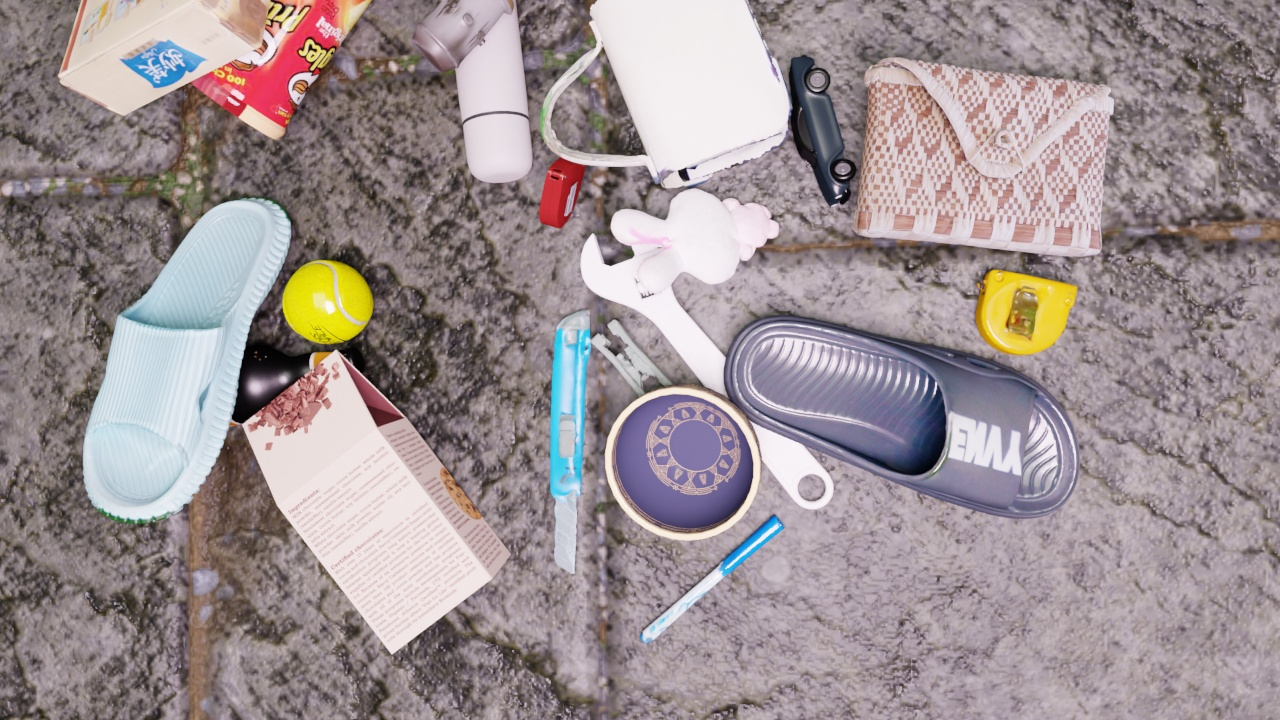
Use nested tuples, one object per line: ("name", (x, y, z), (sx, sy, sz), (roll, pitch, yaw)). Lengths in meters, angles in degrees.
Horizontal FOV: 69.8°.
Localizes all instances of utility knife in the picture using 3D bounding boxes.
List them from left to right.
("utility knife", (-0.056, 0.063, 0.719), (0.031, 0.015, 0.207), (1, 91, 11))

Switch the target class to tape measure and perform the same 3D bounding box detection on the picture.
("tape measure", (-0.058, -0.130, 0.705), (0.019, 0.058, 0.051), (19, 121, 7))
("tape measure", (0.277, -0.033, 0.672), (0.068, 0.030, 0.059), (14, 89, 7))

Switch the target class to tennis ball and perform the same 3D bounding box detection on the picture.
("tennis ball", (-0.243, -0.045, 0.715), (0.065, 0.065, 0.065), (0, 89, 7))

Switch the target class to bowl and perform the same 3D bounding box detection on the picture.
("bowl", (0.036, 0.069, 0.679), (0.112, 0.061, 0.112), (3, 101, 14))

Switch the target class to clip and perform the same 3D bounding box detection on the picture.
("clip", (-0.005, 0.004, 0.709), (0.043, 0.023, 0.076), (-43, 83, 6))

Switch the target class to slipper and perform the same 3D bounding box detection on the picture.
("slipper", (-0.342, -0.018, 0.679), (0.116, 0.069, 0.275), (4, 64, 17))
("slipper", (0.191, 0.034, 0.651), (0.268, 0.083, 0.110), (19, 89, 3))

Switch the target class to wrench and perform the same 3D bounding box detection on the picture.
("wrench", (0.053, 0.004, 0.705), (0.066, 0.018, 0.273), (-40, 86, 5))

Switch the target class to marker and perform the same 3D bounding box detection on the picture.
("marker", (0.054, 0.170, 0.704), (0.142, 0.013, 0.013), (-42, 85, 5))

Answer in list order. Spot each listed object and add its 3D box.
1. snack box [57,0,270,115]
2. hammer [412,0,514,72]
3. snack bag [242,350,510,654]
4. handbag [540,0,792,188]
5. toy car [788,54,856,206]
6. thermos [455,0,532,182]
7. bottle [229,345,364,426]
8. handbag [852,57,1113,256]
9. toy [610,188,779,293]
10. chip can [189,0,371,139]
("snack box", (-0.337, -0.298, 0.678), (0.154, 0.055, 0.207), (-13, 64, 26))
("hammer", (-0.041, -0.334, 0.658), (0.190, 0.101, 0.324), (43, 87, 6))
("snack bag", (-0.205, 0.102, 0.698), (0.094, 0.070, 0.206), (-37, 90, 5))
("handbag", (0.008, -0.201, 0.683), (0.176, 0.074, 0.151), (-23, 87, 6))
("toy car", (0.131, -0.170, 0.683), (0.034, 0.046, 0.112), (-15, 86, 5))
("thermos", (-0.120, -0.251, 0.710), (0.052, 0.052, 0.224), (-7, 88, 6))
("bottle", (-0.307, 0.019, 0.726), (0.182, 0.059, 0.059), (-12, 88, 6))
("handbag", (0.245, -0.142, 0.650), (0.185, 0.047, 0.124), (4, 93, -8))
("toy", (0.044, -0.092, 0.689), (0.125, 0.037, 0.076), (-18, 75, -21))
("chip can", (-0.257, -0.283, 0.711), (0.087, 0.087, 0.213), (37, 93, 6))
